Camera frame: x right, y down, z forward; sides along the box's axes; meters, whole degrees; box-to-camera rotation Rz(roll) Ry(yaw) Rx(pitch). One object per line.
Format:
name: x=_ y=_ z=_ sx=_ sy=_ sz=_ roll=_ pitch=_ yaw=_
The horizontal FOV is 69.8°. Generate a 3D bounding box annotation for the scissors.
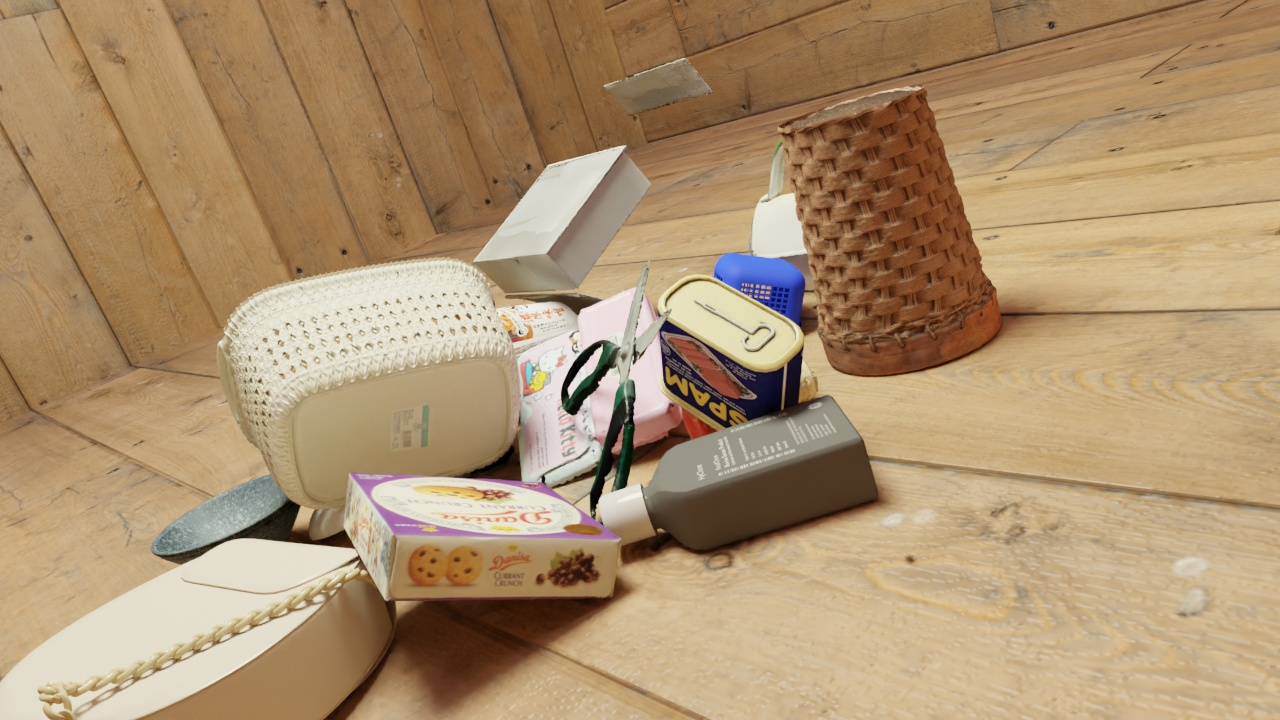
scissors: x=-0.029 y=0.023 z=0.709 sx=0.015 sy=0.201 sz=0.203 roll=15 pitch=-4 yaw=-21

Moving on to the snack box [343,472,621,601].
snack box: x=-0.108 y=0.113 z=0.599 sx=0.143 sy=0.040 sz=0.148 roll=7 pitch=4 yaw=-28

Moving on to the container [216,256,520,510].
container: x=-0.222 y=0.022 z=0.795 sx=0.245 sy=0.185 sz=0.143 roll=-15 pitch=39 yaw=-25

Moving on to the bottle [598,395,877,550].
bottle: x=0.059 y=0.082 z=0.610 sx=0.174 sy=0.046 sz=0.083 roll=-18 pitch=17 yaw=4

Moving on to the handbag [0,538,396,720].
handbag: x=-0.279 y=0.183 z=0.575 sx=0.211 sy=0.103 sz=0.208 roll=-4 pitch=19 yaw=37

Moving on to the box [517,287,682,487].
box: x=-0.046 y=0.019 z=0.824 sx=0.152 sy=0.038 sz=0.201 roll=-22 pitch=36 yaw=6

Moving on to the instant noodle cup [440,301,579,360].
instant noodle cup: x=-0.131 y=-0.008 z=0.994 sx=0.121 sy=0.123 sz=0.124 roll=-22 pitch=15 yaw=-39

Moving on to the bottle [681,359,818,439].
bottle: x=0.088 y=0.033 z=0.737 sx=0.109 sy=0.044 sz=0.044 roll=-23 pitch=18 yaw=-14

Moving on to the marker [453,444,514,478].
marker: x=-0.179 y=0.109 z=0.839 sx=0.138 sy=0.016 sz=0.022 roll=-24 pitch=32 yaw=-10

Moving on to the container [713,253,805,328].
container: x=0.119 y=-0.073 z=0.938 sx=0.096 sy=0.058 sz=0.114 roll=7 pitch=15 yaw=-2

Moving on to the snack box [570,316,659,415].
snack box: x=-0.005 y=0.005 z=0.879 sx=0.151 sy=0.034 sz=0.087 roll=-15 pitch=44 yaw=19

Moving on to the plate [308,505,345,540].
plate: x=-0.262 y=0.122 z=0.838 sx=0.104 sy=0.026 sz=0.104 roll=-27 pitch=14 yaw=7

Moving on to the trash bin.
trash bin: x=0.204 y=-0.113 z=0.771 sx=0.151 sy=0.210 sz=0.151 roll=-17 pitch=17 yaw=5

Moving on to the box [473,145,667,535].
box: x=-0.036 y=-0.023 z=1.095 sx=0.173 sy=0.422 sz=0.168 roll=-32 pitch=21 yaw=-31

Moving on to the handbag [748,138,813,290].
handbag: x=0.181 y=-0.161 z=1.003 sx=0.073 sy=0.176 sz=0.151 roll=-31 pitch=21 yaw=-30

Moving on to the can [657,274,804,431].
can: x=0.065 y=0.001 z=0.676 sx=0.116 sy=0.092 sz=0.056 roll=33 pitch=59 yaw=29

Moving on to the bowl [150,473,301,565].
bowl: x=-0.349 y=0.155 z=0.809 sx=0.137 sy=0.057 sz=0.137 roll=-18 pitch=17 yaw=6
